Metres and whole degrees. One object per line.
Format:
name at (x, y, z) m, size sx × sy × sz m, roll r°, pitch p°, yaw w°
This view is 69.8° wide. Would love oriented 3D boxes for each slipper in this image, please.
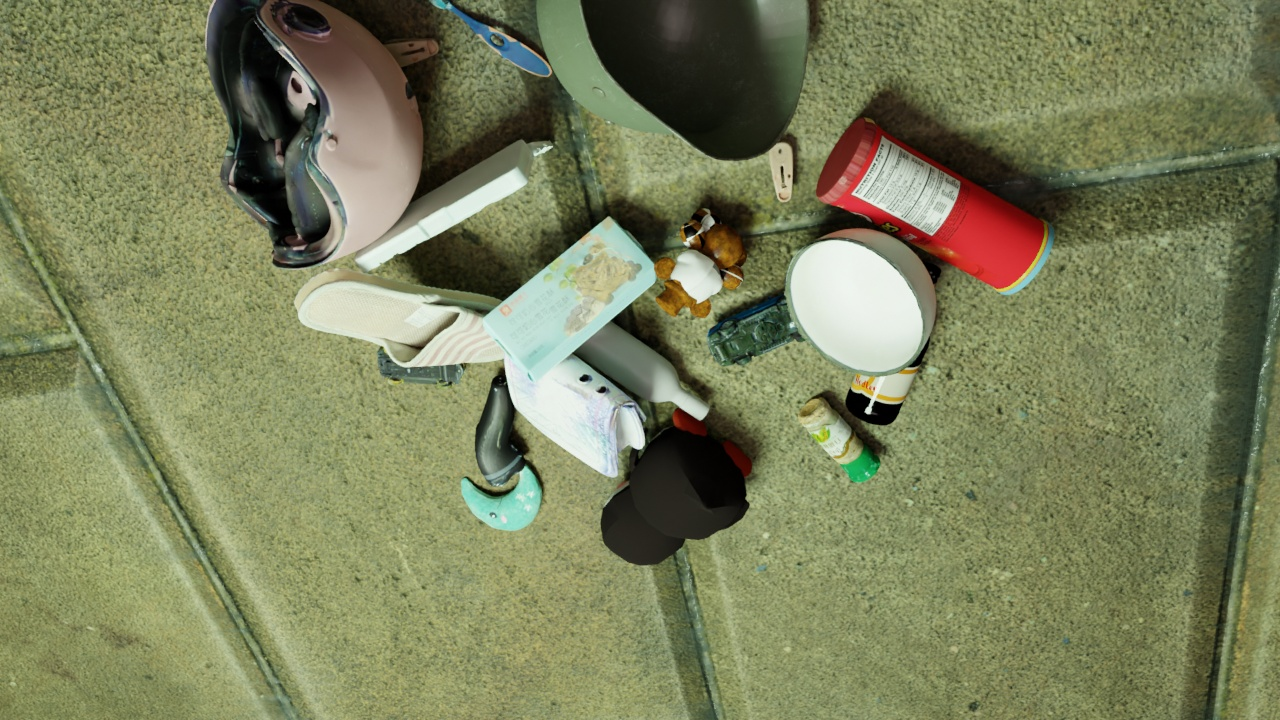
slipper at (-0.223, -0.034, 0.949) m, size 0.262 × 0.052 × 0.115 m, roll 13°, pitch 139°, yaw -45°

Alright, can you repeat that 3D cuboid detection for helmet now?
helmet at (-0.297, -0.223, 0.850) m, size 0.255 × 0.152 × 0.231 m, roll 52°, pitch 141°, yaw 16°
helmet at (0.008, -0.286, 0.772) m, size 0.154 × 0.267 × 0.227 m, roll 10°, pitch 90°, yaw 39°

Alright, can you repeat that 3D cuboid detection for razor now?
razor at (-0.164, 0.084, 1.091) m, size 0.063 × 0.053 × 0.141 m, roll 5°, pitch 120°, yaw -10°

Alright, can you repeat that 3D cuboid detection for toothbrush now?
toothbrush at (-0.144, -0.312, 0.880) m, size 0.135 × 0.017 × 0.022 m, roll 31°, pitch 120°, yaw -11°

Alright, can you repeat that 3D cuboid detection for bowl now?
bowl at (0.226, -0.065, 0.905) m, size 0.153 × 0.072 × 0.154 m, roll 31°, pitch 141°, yaw 29°

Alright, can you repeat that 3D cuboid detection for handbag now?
handbag at (-0.069, 0.039, 0.995) m, size 0.158 × 0.069 × 0.127 m, roll 33°, pitch 150°, yaw 25°

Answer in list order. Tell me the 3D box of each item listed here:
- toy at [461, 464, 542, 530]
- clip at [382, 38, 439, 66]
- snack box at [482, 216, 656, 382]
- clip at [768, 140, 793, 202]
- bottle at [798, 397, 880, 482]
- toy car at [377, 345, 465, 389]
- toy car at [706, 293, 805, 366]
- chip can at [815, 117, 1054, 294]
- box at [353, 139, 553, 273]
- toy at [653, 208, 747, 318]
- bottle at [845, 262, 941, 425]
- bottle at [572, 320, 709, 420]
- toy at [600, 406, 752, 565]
toy at (-0.172, 0.177, 1.158) m, size 0.105 × 0.033 × 0.085 m, roll -15°, pitch 106°, yaw 16°
clip at (-0.225, -0.303, 0.895) m, size 0.061 × 0.049 × 0.026 m, roll 18°, pitch 134°, yaw 46°
snack box at (-0.070, -0.062, 0.935) m, size 0.174 × 0.053 × 0.075 m, roll -40°, pitch 77°, yaw -10°
clip at (0.140, -0.186, 0.911) m, size 0.026 × 0.049 × 0.061 m, roll -1°, pitch 147°, yaw 8°
bottle at (0.228, 0.091, 1.053) m, size 0.043 × 0.043 × 0.111 m, roll -36°, pitch 109°, yaw 23°
toy car at (-0.255, 0.005, 1.068) m, size 0.107 × 0.030 × 0.049 m, roll 6°, pitch 119°, yaw 6°
toy car at (0.130, -0.037, 0.990) m, size 0.120 × 0.043 × 0.056 m, roll -23°, pitch 115°, yaw 15°
chip can at (0.283, -0.147, 0.885) m, size 0.213 × 0.086 × 0.087 m, roll 26°, pitch 119°, yaw -9°
box at (-0.185, -0.160, 0.903) m, size 0.197 × 0.135 × 0.044 m, roll -24°, pitch 112°, yaw 19°
toy at (0.060, -0.094, 0.928) m, size 0.112 × 0.067 × 0.087 m, roll -47°, pitch 108°, yaw -9°
bottle at (0.274, -0.019, 0.974) m, size 0.059 × 0.059 × 0.182 m, roll 14°, pitch 120°, yaw -1°
bottle at (-0.006, 0.006, 1.026) m, size 0.195 × 0.052 × 0.053 m, roll 34°, pitch 118°, yaw -12°
toy at (0.026, 0.173, 1.066) m, size 0.159 × 0.139 × 0.184 m, roll 37°, pitch 118°, yaw -14°
